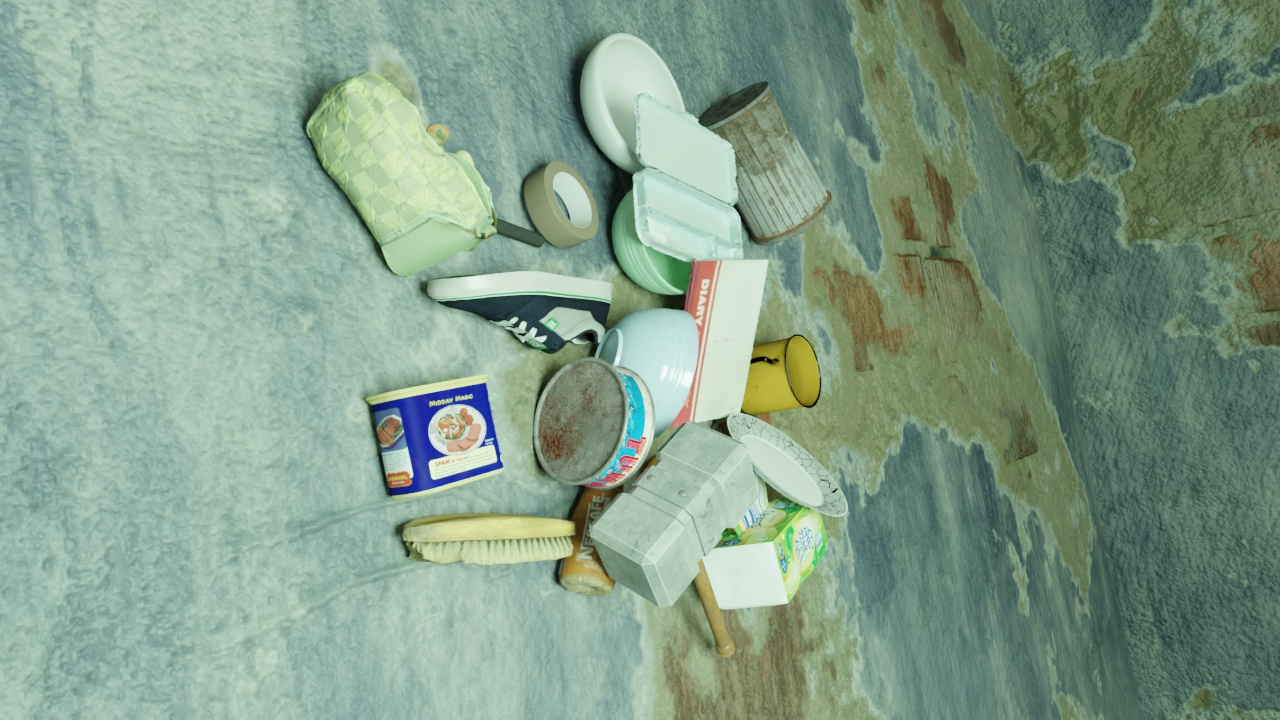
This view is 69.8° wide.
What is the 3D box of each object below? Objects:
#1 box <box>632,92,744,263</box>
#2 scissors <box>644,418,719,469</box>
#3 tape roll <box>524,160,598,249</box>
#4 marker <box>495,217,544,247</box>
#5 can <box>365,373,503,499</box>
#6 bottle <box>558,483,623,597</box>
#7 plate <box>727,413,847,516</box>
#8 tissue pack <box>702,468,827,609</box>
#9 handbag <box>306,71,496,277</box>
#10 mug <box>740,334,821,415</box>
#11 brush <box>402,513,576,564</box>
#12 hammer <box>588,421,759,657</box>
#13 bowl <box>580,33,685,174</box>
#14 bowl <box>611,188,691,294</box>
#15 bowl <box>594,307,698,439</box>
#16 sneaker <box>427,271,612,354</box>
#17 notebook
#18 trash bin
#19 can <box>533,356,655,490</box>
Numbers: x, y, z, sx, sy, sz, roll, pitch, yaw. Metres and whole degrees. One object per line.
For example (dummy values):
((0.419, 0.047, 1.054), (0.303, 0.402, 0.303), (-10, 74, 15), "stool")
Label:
((0.058, -0.206, 1.104), (0.208, 0.037, 0.189), (9, 70, -52), "box")
((0.079, 0.162, 1.156), (0.224, 0.016, 0.216), (-10, 87, -54), "scissors")
((-0.087, -0.173, 1.023), (0.093, 0.030, 0.093), (36, 43, -43), "tape roll")
((-0.148, -0.139, 0.960), (0.123, 0.018, 0.021), (14, 69, -50), "marker")
((-0.181, 0.067, 0.827), (0.116, 0.057, 0.092), (-11, 90, -52), "can")
((-0.042, 0.162, 0.969), (0.059, 0.059, 0.166), (37, 52, -39), "bottle")
((0.182, 0.136, 1.169), (0.188, 0.016, 0.188), (32, 19, -13), "plate")
((0.145, 0.202, 1.130), (0.197, 0.120, 0.141), (-23, 98, -69), "tissue pack")
((-0.205, -0.172, 0.827), (0.186, 0.113, 0.116), (58, 34, -21), "handbag")
((0.176, 0.019, 1.253), (0.123, 0.094, 0.100), (25, 61, -48), "mug")
((-0.135, 0.166, 0.854), (0.195, 0.059, 0.043), (10, 81, -48), "brush")
((0.064, 0.232, 0.978), (0.162, 0.083, 0.318), (-45, 138, -27), "hammer")
((-0.019, -0.305, 1.130), (0.176, 0.066, 0.176), (19, 65, -47), "bowl")
((0.017, -0.146, 1.119), (0.150, 0.077, 0.150), (19, 64, -48), "bowl")
((-0.006, 0.006, 1.008), (0.074, 0.151, 0.150), (19, 63, -22), "bowl")
((-0.114, -0.047, 0.930), (0.234, 0.084, 0.079), (1, 91, -52), "sneaker")
((0.095, -0.023, 1.139), (0.152, 0.012, 0.209), (-8, 112, -48), "notebook")
((0.179, -0.274, 1.318), (0.211, 0.131, 0.130), (56, 42, -22), "trash bin")
((-0.048, 0.064, 0.932), (0.044, 0.130, 0.129), (19, 65, -47), "can")
